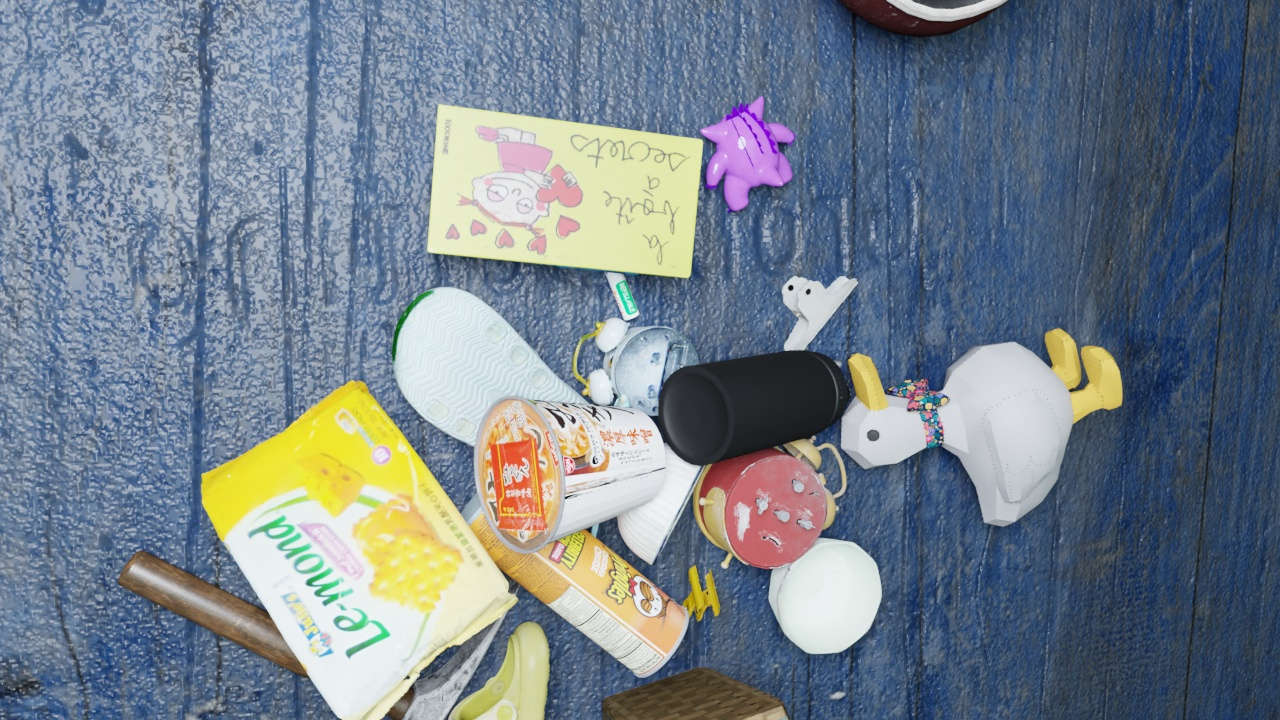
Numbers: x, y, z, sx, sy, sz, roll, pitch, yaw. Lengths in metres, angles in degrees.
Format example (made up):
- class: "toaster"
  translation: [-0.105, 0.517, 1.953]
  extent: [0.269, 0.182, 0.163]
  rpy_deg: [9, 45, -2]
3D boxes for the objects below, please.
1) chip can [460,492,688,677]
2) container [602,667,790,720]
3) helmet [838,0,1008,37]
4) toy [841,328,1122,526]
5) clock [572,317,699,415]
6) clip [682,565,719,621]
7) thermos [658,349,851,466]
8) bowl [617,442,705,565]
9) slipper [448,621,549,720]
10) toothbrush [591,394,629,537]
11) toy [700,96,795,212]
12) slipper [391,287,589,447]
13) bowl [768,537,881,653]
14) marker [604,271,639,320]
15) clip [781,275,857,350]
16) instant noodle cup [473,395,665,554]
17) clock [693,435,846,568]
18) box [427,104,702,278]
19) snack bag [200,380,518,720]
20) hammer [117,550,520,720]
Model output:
- class: "chip can"
  translation: [-0.061, 0.189, 0.820]
  extent: [0.215, 0.075, 0.075]
  rpy_deg: [41, 82, -10]
- class: "container"
  translation: [0.061, 0.396, 0.815]
  extent: [0.157, 0.250, 0.186]
  rpy_deg: [-12, 84, -18]
- class: "helmet"
  translation: [0.249, -0.403, 0.775]
  extent: [0.233, 0.253, 0.234]
  rpy_deg: [31, 110, -15]
- class: "toy"
  translation: [0.342, 0.064, 0.938]
  extent: [0.267, 0.140, 0.247]
  rpy_deg: [-25, 106, 3]
- class: "clock"
  translation: [-0.005, 0.005, 0.843]
  extent: [0.117, 0.057, 0.083]
  rpy_deg: [11, 94, -20]
- class: "clip"
  translation: [0.061, 0.237, 0.906]
  extent: [0.044, 0.054, 0.049]
  rpy_deg: [-13, 126, -2]
- class: "thermos"
  translation: [0.116, 0.037, 0.847]
  extent: [0.198, 0.086, 0.086]
  rpy_deg: [-8, 100, -44]
- class: "bowl"
  translation: [0.012, 0.122, 0.844]
  extent: [0.062, 0.118, 0.118]
  rpy_deg: [27, 87, 8]
- class: "slipper"
  translation: [-0.130, 0.330, 0.825]
  extent: [0.081, 0.092, 0.190]
  rpy_deg: [10, 90, -18]
- class: "toothbrush"
  translation: [-0.032, 0.113, 0.841]
  extent: [0.016, 0.016, 0.181]
  rpy_deg: [12, 110, -2]
- class: "toy"
  translation: [0.102, -0.195, 0.857]
  extent: [0.106, 0.056, 0.088]
  rpy_deg: [-32, 102, -15]
- class: "slipper"
  translation: [-0.119, 0.031, 0.802]
  extent: [0.104, 0.074, 0.245]
  rpy_deg: [-51, 125, -4]
- class: "bowl"
  translation: [0.179, 0.232, 0.935]
  extent: [0.117, 0.061, 0.117]
  rpy_deg: [-3, 98, -20]
- class: "marker"
  translation: [-0.035, -0.106, 0.840]
  extent: [0.017, 0.017, 0.145]
  rpy_deg: [-26, 105, -15]
- class: "clip"
  translation: [0.167, -0.059, 0.921]
  extent: [0.056, 0.046, 0.101]
  rpy_deg: [44, 81, -23]
- class: "instant noodle cup"
  translation: [-0.052, 0.086, 0.754]
  extent: [0.121, 0.124, 0.123]
  rpy_deg: [-4, 98, -41]
- class: "clock"
  translation: [0.136, 0.135, 0.896]
  extent: [0.158, 0.081, 0.117]
  rpy_deg: [-23, 104, -16]
- class: "box"
  translation: [-0.064, -0.138, 0.777]
  extent: [0.221, 0.082, 0.124]
  rpy_deg: [7, 95, -10]
- class: "snack bag"
  translation: [-0.227, 0.147, 0.739]
  extent: [0.159, 0.068, 0.247]
  rpy_deg: [-36, 79, -11]
- class: "hammer"
  translation: [-0.275, 0.214, 0.786]
  extent: [0.300, 0.037, 0.217]
  rpy_deg: [36, 84, -19]
